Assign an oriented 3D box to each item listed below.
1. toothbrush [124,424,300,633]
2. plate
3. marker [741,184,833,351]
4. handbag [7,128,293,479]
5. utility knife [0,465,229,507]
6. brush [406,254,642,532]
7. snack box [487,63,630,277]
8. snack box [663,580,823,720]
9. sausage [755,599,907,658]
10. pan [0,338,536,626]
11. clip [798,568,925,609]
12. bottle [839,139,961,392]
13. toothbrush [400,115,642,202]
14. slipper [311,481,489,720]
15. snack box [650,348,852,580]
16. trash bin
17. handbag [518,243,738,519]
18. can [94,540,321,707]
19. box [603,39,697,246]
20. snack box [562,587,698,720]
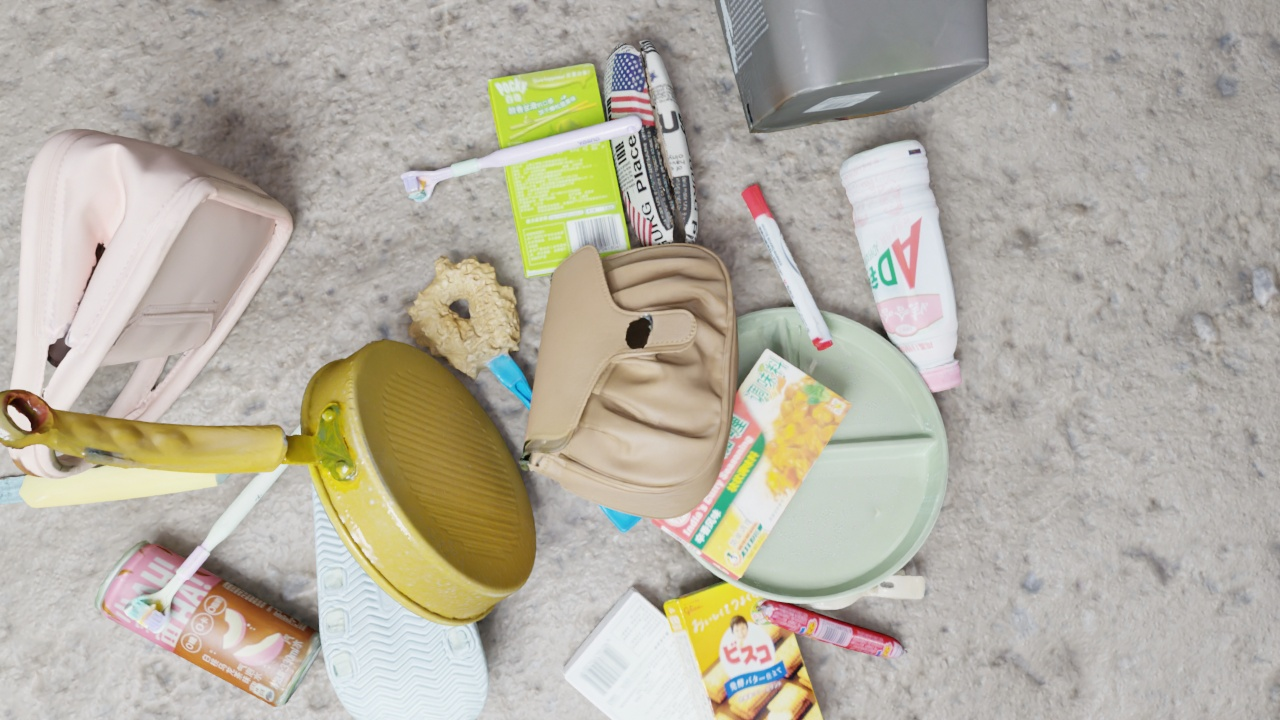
[{"bbox_3d":[-0.284,0.105,0.650,0.029,0.020,0.189,37,61,-6],"label":"toothbrush"},{"bbox_3d":[0.120,0.070,0.710,0.230,0.027,0.230,0,75,-1],"label":"plate"},{"bbox_3d":[0.116,-0.074,0.728,0.017,0.017,0.145,-21,75,-8],"label":"marker"},{"bbox_3d":[-0.336,-0.026,0.606,0.093,0.193,0.234,25,93,-3],"label":"handbag"},{"bbox_3d":[-0.386,0.087,0.669,0.176,0.019,0.031,-5,83,-11],"label":"utility knife"},{"bbox_3d":[-0.084,0.029,0.705,0.083,0.046,0.254,-40,96,-12],"label":"brush"},{"bbox_3d":[-0.064,-0.149,0.721,0.085,0.026,0.156,-12,88,-8],"label":"snack box"},{"bbox_3d":[0.080,0.236,0.688,0.086,0.034,0.140,-11,73,-26],"label":"snack box"},{"bbox_3d":[0.149,0.209,0.707,0.155,0.020,0.020,24,83,-26],"label":"sausage"},{"bbox_3d":[-0.187,0.061,0.547,0.078,0.357,0.197,-31,62,12],"label":"pan"},{"bbox_3d":[0.167,0.176,0.733,0.103,0.076,0.034,1,85,-17],"label":"clip"},{"bbox_3d":[0.215,-0.072,0.734,0.068,0.068,0.197,-15,91,-8],"label":"bottle"},{"bbox_3d":[-0.090,-0.154,0.691,0.189,0.029,0.021,-13,50,11],"label":"toothbrush"},{"bbox_3d":[-0.180,0.152,0.667,0.104,0.074,0.245,-16,73,-7],"label":"slipper"},{"bbox_3d":[0.082,0.075,0.679,0.077,0.027,0.155,33,77,9],"label":"snack box"},{"bbox_3d":[0.145,-0.300,0.683,0.198,0.199,0.220,-10,94,-7],"label":"trash bin"},{"bbox_3d":[-0.004,0.004,0.656,0.148,0.100,0.204,2,59,5],"label":"handbag"},{"bbox_3d":[-0.304,0.187,0.653,0.147,0.058,0.058,30,83,-4],"label":"can"},{"bbox_3d":[0.000,-0.164,0.711,0.076,0.075,0.163,-10,90,-3],"label":"box"},{"bbox_3d":[0.025,0.257,0.706,0.157,0.027,0.084,42,81,-3],"label":"snack box"}]
